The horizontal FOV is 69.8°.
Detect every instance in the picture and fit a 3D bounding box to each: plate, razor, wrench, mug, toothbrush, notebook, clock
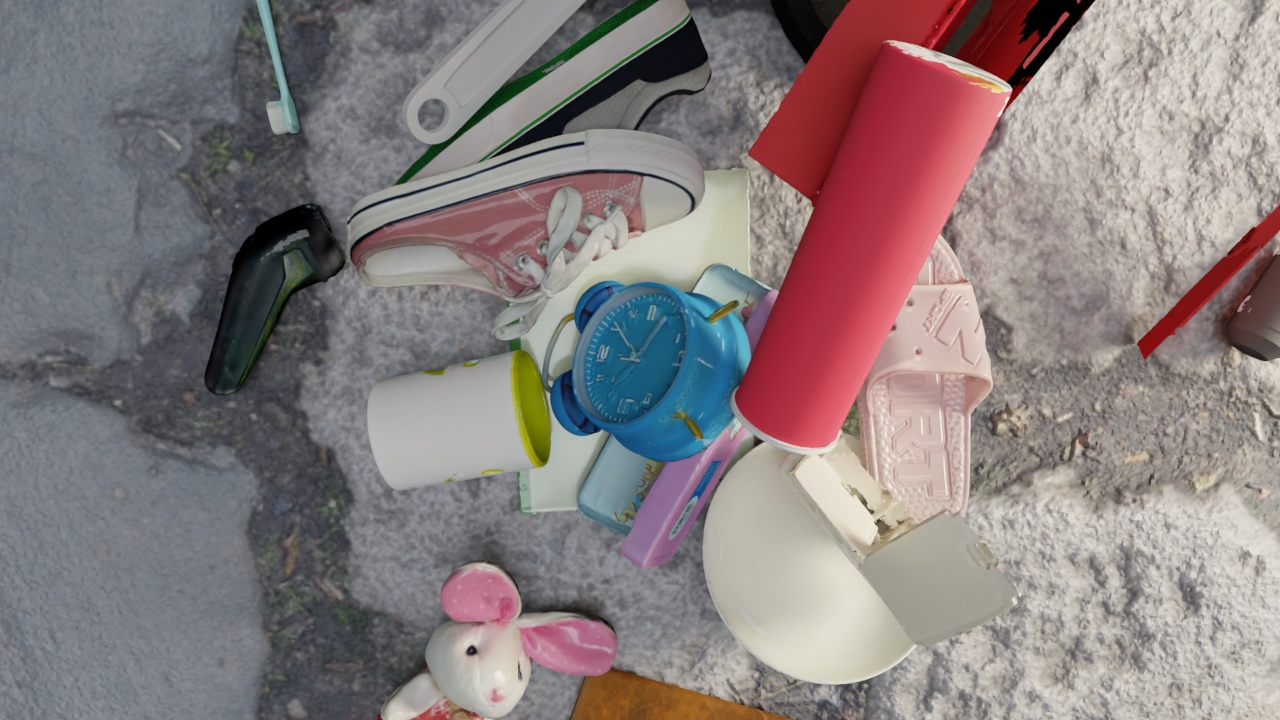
[{"bbox_3d":[0.132,0.143,0.681,0.182,0.034,0.182,2,73,-8],"label":"plate"},{"bbox_3d":[-0.258,-0.040,0.641,0.067,0.054,0.151,23,103,-25],"label":"razor"},{"bbox_3d":[-0.054,-0.246,0.575,0.273,0.018,0.087,-46,133,-6],"label":"wrench"},{"bbox_3d":[-0.124,0.043,0.638,0.106,0.082,0.082,-11,99,6],"label":"mug"},{"bbox_3d":[-0.260,-0.245,0.623,0.016,0.016,0.181,-8,100,5],"label":"toothbrush"},{"bbox_3d":[-0.006,-0.012,0.681,0.182,0.010,0.252,-3,99,-4],"label":"notebook"},{"bbox_3d":[-0.004,0.004,0.617,0.060,0.162,0.116,25,75,-47],"label":"clock"},{"bbox_3d":[0.049,0.359,0.741,0.249,0.014,0.178,18,96,-7],"label":"notebook"}]

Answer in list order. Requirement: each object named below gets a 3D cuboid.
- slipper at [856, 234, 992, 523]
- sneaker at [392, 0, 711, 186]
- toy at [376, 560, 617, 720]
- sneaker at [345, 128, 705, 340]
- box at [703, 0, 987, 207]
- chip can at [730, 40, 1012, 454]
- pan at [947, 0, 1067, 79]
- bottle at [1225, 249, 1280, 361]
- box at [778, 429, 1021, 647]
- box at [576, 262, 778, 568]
[{"bbox_3d":[0.202,0.011,0.656,0.094,0.064,0.239,-2,86,-6],"label":"slipper"},{"bbox_3d":[-0.057,-0.156,0.624,0.235,0.084,0.079,-32,116,1],"label":"sneaker"},{"bbox_3d":[-0.128,0.238,0.675,0.194,0.084,0.159,-47,122,2],"label":"toy"},{"bbox_3d":[-0.066,-0.080,0.595,0.241,0.118,0.087,-14,67,-9],"label":"sneaker"},{"bbox_3d":[0.084,-0.273,0.578,0.325,0.152,0.214,46,121,19],"label":"box"},{"bbox_3d":[0.119,-0.055,0.504,0.069,0.069,0.221,16,119,-7],"label":"chip can"},{"bbox_3d":[0.135,-0.293,0.638,0.356,0.034,0.225,0,100,-5],"label":"pan"},{"bbox_3d":[0.494,-0.053,0.696,0.047,0.047,0.112,31,95,-8],"label":"bottle"},{"bbox_3d":[0.142,0.111,0.575,0.069,0.191,0.143,-38,78,-11],"label":"box"},{"bbox_3d":[0.042,0.041,0.657,0.077,0.096,0.214,25,98,-43],"label":"box"}]
